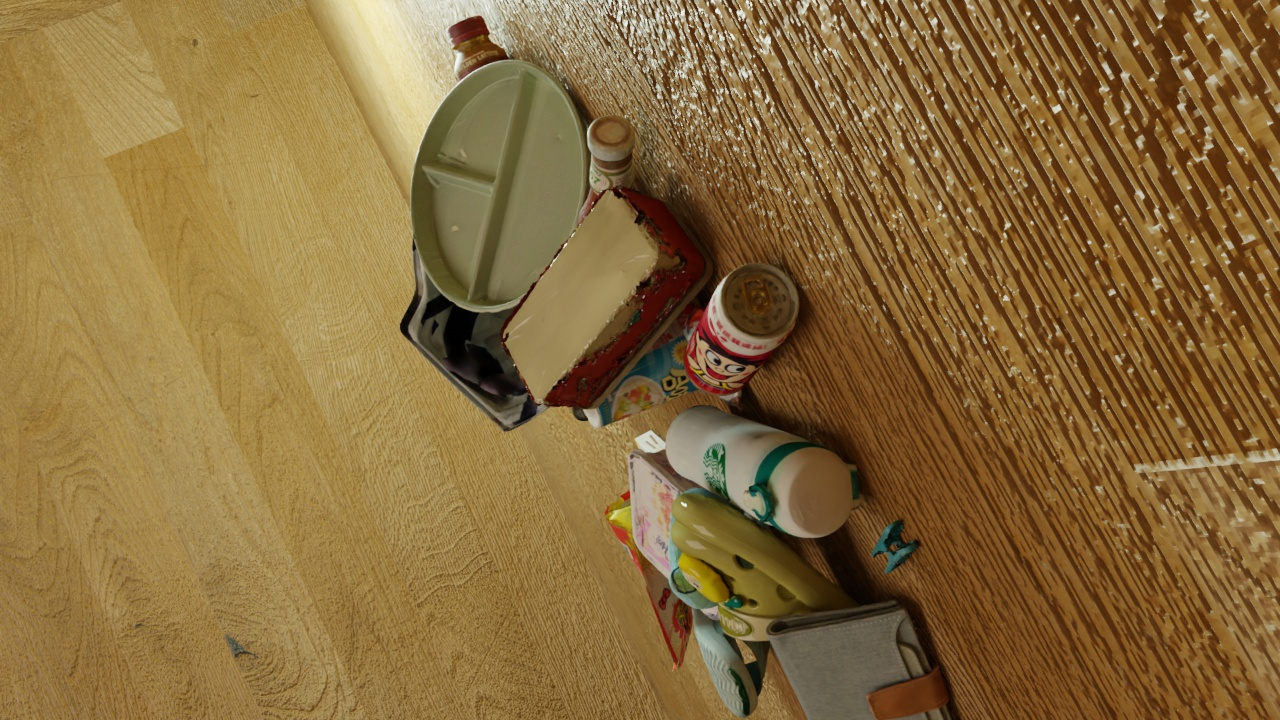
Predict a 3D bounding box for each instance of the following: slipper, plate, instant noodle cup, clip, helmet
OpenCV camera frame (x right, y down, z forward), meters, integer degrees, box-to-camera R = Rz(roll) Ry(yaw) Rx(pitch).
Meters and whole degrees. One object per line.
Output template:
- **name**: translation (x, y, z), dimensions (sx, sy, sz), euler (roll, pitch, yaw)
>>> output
- **slipper**: translation (0.107, 0.312, 1.046), dimensions (0.245, 0.074, 0.104), euler (-102, -10, -77)
- **plate**: translation (-0.130, -0.158, 0.846), dimensions (0.231, 0.027, 0.230), euler (-1, 89, 37)
- **instant noodle cup**: translation (0.054, 0.165, 0.924), dimensions (0.138, 0.060, 0.174), euler (38, 149, 34)
- **instant noodle cup**: translation (-0.005, 0.005, 0.797), dimensions (0.099, 0.109, 0.099), euler (58, 165, 25)
- **clip**: translation (0.163, 0.122, 0.589), dimensions (0.046, 0.014, 0.057), euler (56, 166, 24)
- **helmet**: translation (-0.121, -0.067, 0.977), dimensions (0.229, 0.145, 0.259), euler (37, 124, 19)
- **slipper**: translation (0.093, 0.175, 0.688), dimensions (0.190, 0.081, 0.092), euler (37, 171, -14)

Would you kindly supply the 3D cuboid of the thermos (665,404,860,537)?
- **thermos**: translation (0.081, 0.079, 0.684), dimensions (0.073, 0.073, 0.224), euler (66, 167, -10)

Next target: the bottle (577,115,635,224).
- **bottle**: translation (-0.022, -0.117, 0.742), dimensions (0.059, 0.059, 0.206), euler (58, 166, 22)

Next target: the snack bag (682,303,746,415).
- **snack bag**: translation (0.057, -0.004, 0.729), dimensions (0.048, 0.026, 0.104), euler (-139, 24, -79)

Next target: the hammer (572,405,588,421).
- **hammer**: translation (-0.114, -0.087, 1.159), dimensions (0.126, 0.032, 0.323), euler (-74, -35, -79)

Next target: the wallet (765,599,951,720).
- **wallet**: translation (0.160, 0.232, 0.644), dimensions (0.130, 0.107, 0.036), euler (65, -153, -17)

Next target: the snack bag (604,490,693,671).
- **snack bag**: translation (0.024, 0.251, 1.092), dimensions (0.128, 0.073, 0.208), euler (-77, -30, -61)

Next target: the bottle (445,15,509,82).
- **bottle**: translation (-0.145, -0.261, 0.942), dimensions (0.175, 0.057, 0.057), euler (67, 167, -16)

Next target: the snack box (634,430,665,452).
- **snack box**: translation (0.045, 0.145, 1.055), dimensions (0.157, 0.026, 0.085), euler (34, 148, 63)

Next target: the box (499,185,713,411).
- **box**: translation (-0.035, -0.043, 0.692), dimensions (0.169, 0.077, 0.091), euler (-49, 58, 28)

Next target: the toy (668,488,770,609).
- **toy**: translation (0.071, 0.162, 0.777), dimensions (0.050, 0.161, 0.156), euler (-23, 107, 33)

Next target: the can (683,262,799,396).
- **can**: translation (0.064, -0.018, 0.612), dimensions (0.053, 0.053, 0.133), euler (61, 167, 11)
